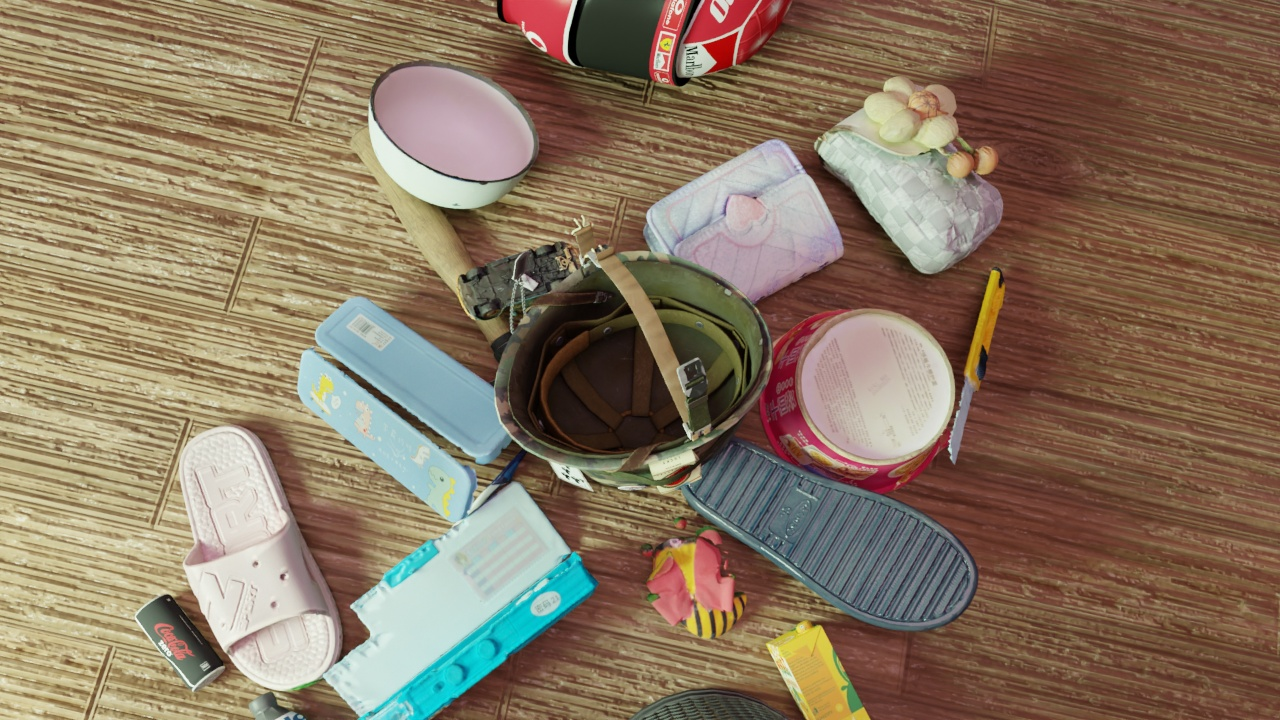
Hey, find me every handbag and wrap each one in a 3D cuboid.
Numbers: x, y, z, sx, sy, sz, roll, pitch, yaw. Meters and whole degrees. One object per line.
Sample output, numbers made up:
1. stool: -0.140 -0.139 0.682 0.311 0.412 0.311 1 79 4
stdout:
1. handbag: 0.264 -0.175 0.848 0.112 0.124 0.171 -33 80 -25
2. handbag: 0.096 -0.118 0.856 0.158 0.069 0.126 -29 81 -12

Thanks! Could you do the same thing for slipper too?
1. slipper: -0.330 0.163 0.769 0.094 0.064 0.239 -24 77 -8
2. slipper: 0.153 0.151 0.792 0.264 0.082 0.101 25 76 24

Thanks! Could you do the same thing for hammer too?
1. hammer: -0.183 -0.093 0.854 0.132 0.040 0.305 -33 79 -13

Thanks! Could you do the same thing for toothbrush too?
1. toothbrush: -0.121 0.108 0.816 0.017 0.016 0.188 42 78 -3

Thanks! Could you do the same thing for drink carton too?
1. drink carton: 0.153 0.279 0.764 0.041 0.058 0.122 -25 79 -8

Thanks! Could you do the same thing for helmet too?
1. helmet: 0.033 -0.370 0.848 0.224 0.198 0.271 32 85 6
2. helmet: -0.005 0.005 0.728 0.223 0.237 0.192 -17 58 -26

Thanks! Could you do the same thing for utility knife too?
1. utility knife: 0.301 0.000 0.821 0.030 0.019 0.227 49 54 -29

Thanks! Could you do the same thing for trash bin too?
1. trash bin: 0.064 0.360 0.653 0.218 0.227 0.217 1 76 -3

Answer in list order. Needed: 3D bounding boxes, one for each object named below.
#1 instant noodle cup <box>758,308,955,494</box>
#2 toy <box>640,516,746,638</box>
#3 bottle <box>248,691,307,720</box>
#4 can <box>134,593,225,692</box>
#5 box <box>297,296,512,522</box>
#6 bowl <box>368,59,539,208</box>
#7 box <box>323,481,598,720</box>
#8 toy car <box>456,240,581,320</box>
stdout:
1. instant noodle cup: 0.200 0.029 0.818 0.178 0.078 0.178 1 77 -3
2. toy: 0.046 0.191 0.791 0.084 0.046 0.103 -35 85 -24
3. bottle: -0.282 0.321 0.741 0.047 0.047 0.112 -31 79 -9
4. can: -0.383 0.235 0.765 0.031 0.031 0.080 -41 81 -11
5. box: -0.205 0.038 0.780 0.209 0.047 0.122 33 91 20
6. bowl: -0.177 -0.197 0.843 0.153 0.073 0.153 15 50 -19
7. box: -0.159 0.205 0.748 0.226 0.097 0.117 -36 86 -10
8. toy car: -0.105 -0.066 0.812 0.111 0.047 0.047 -19 73 -12
